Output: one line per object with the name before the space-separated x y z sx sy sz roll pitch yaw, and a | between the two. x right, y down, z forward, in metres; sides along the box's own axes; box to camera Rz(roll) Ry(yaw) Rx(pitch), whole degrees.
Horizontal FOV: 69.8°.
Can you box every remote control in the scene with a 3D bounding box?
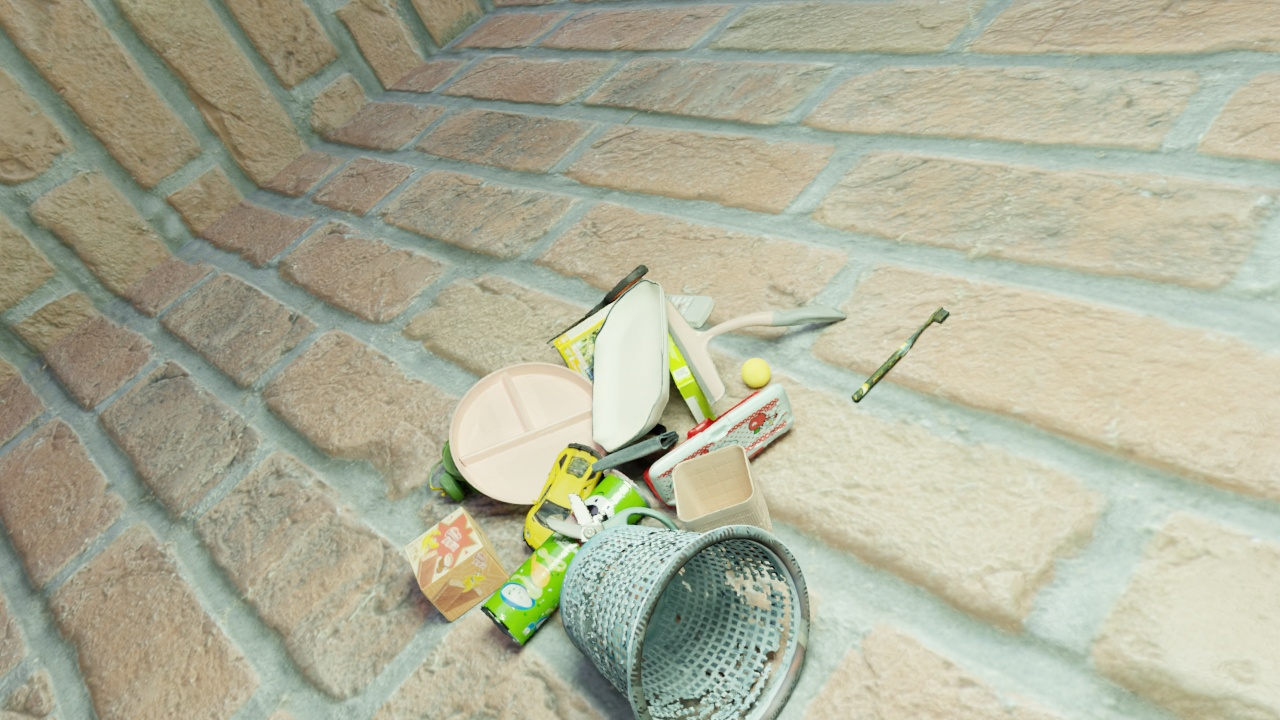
remote control | 0.044 -0.081 1.460 0.150 0.021 0.058 5 49 36

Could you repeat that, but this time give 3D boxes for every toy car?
toy car | -0.100 0.183 1.208 0.071 0.041 0.155 23 63 10

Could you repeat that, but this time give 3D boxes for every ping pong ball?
ping pong ball | 0.158 0.017 1.259 0.040 0.040 0.040 -18 39 15

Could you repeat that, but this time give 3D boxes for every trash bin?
trash bin | 0.028 0.262 0.945 0.226 0.226 0.195 -47 28 -22

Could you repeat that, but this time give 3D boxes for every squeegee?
squeegee | 0.171 -0.050 1.263 0.249 0.040 0.247 -12 36 -13

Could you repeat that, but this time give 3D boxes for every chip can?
chip can | -0.090 0.242 1.135 0.235 0.072 0.072 -45 40 -19

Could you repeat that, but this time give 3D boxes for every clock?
clock | -0.243 0.146 1.355 0.161 0.056 0.116 -21 38 11

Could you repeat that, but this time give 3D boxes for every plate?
plate | -0.008 0.007 1.278 0.162 0.034 0.265 -39 38 38
plate | -0.154 0.103 1.299 0.229 0.028 0.229 1 56 -1

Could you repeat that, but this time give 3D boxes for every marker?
marker | -0.010 0.085 1.312 0.124 0.015 0.018 17 58 41

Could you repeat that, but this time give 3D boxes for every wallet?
wallet | -0.005 0.118 1.208 0.097 0.019 0.120 -21 -3 13

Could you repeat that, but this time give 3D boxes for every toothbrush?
toothbrush | 0.340 -0.008 1.195 0.185 0.012 0.017 -42 50 -16

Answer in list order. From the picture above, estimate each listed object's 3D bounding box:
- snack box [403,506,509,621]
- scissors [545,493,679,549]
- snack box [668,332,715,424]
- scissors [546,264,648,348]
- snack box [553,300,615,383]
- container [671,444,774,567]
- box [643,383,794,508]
snack box | -0.240 0.265 1.199 0.094 0.077 0.093 -35 37 -8
scissors | -0.022 0.225 1.100 0.180 0.019 0.170 -19 71 -15
snack box | 0.059 0.015 1.288 0.026 0.086 0.156 -28 37 5
scissors | -0.061 -0.088 1.454 0.234 0.021 0.220 -38 -3 38
snack box | -0.053 -0.029 1.407 0.140 0.087 0.034 -35 32 -8
container | 0.100 0.173 1.058 0.090 0.111 0.089 -21 38 11
box | 0.091 0.095 1.164 0.201 0.100 0.102 -34 38 -7
